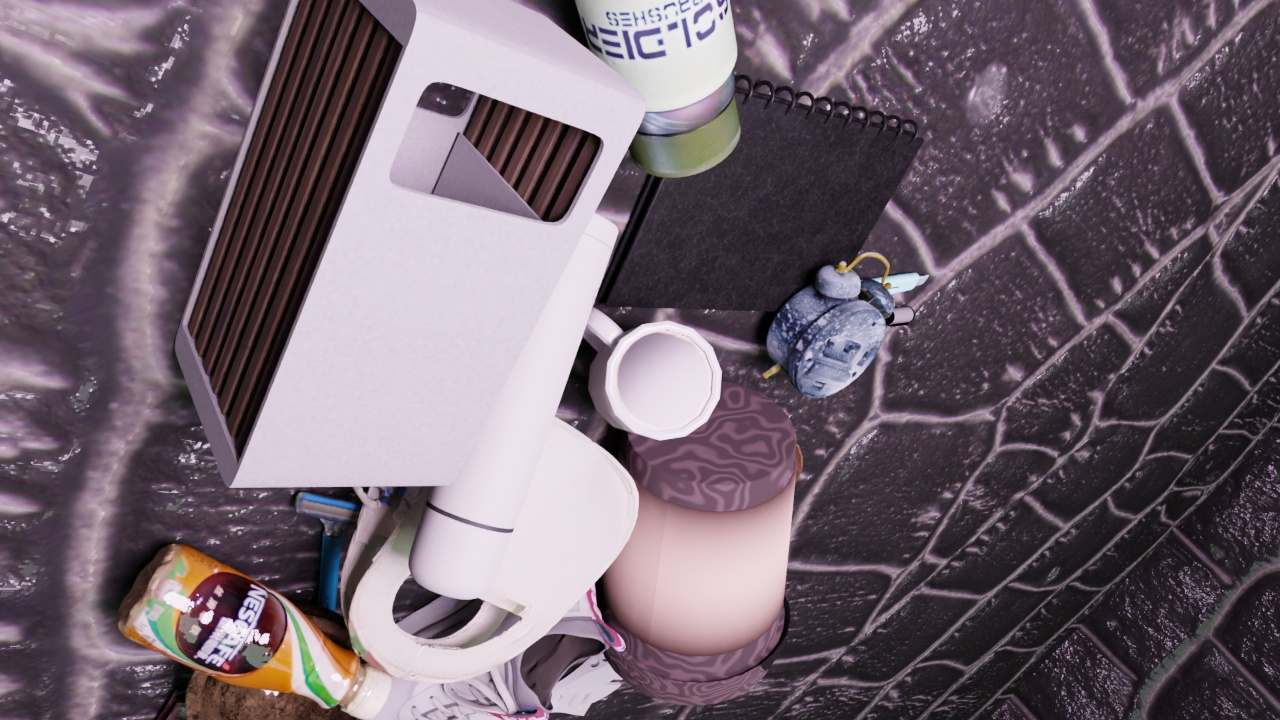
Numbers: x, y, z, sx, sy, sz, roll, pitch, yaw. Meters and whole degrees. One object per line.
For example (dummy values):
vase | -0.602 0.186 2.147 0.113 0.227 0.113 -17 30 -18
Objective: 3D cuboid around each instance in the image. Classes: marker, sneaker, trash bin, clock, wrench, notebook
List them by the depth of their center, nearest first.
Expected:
trash bin | -0.119 -0.060 0.438 0.114 0.114 0.229 7 122 -44
notebook | 0.094 -0.108 0.654 0.231 0.019 0.169 -1 128 -40
sneaker | -0.129 0.249 0.716 0.263 0.128 0.097 -37 132 -2
clock | 0.155 -0.029 0.729 0.090 0.052 0.130 14 118 -45
marker | 0.193 -0.036 0.812 0.140 0.016 0.016 -7 131 -36
wrench | -0.118 0.337 0.909 0.272 0.018 0.087 4 124 -42

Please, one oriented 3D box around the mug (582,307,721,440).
mug | -0.004 0.004 0.617 0.073 0.105 0.090 -47 -174 -8

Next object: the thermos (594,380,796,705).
thermos | 0.047 0.143 0.747 0.172 0.173 0.227 -18 130 -28

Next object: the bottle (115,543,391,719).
bottle | -0.231 0.175 0.568 0.167 0.059 0.059 38 99 -25

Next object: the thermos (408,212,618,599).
thermos | -0.073 0.022 0.516 0.052 0.052 0.224 23 85 -50

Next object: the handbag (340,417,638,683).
handbag | -0.112 0.122 0.625 0.199 0.093 0.200 -54 136 -8

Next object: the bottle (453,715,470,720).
bottle | -0.236 0.346 0.785 0.186 0.053 0.053 -32 141 -13

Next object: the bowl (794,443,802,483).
bowl | 0.098 0.098 0.848 0.102 0.026 0.114 -21 137 -2

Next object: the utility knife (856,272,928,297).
utility knife | 0.213 -0.066 0.803 0.119 0.015 0.022 -12 133 -37

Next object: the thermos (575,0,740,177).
thermos | -0.002 -0.193 0.445 0.082 0.082 0.232 -33 142 -11

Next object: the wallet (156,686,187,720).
wallet | -0.309 0.283 0.684 0.119 0.031 0.099 21 109 -46

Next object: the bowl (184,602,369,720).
bowl | -0.246 0.218 0.638 0.121 0.056 0.121 -5 107 -18

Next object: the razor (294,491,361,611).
razor | -0.214 0.139 0.631 0.042 0.022 0.144 14 129 -5
